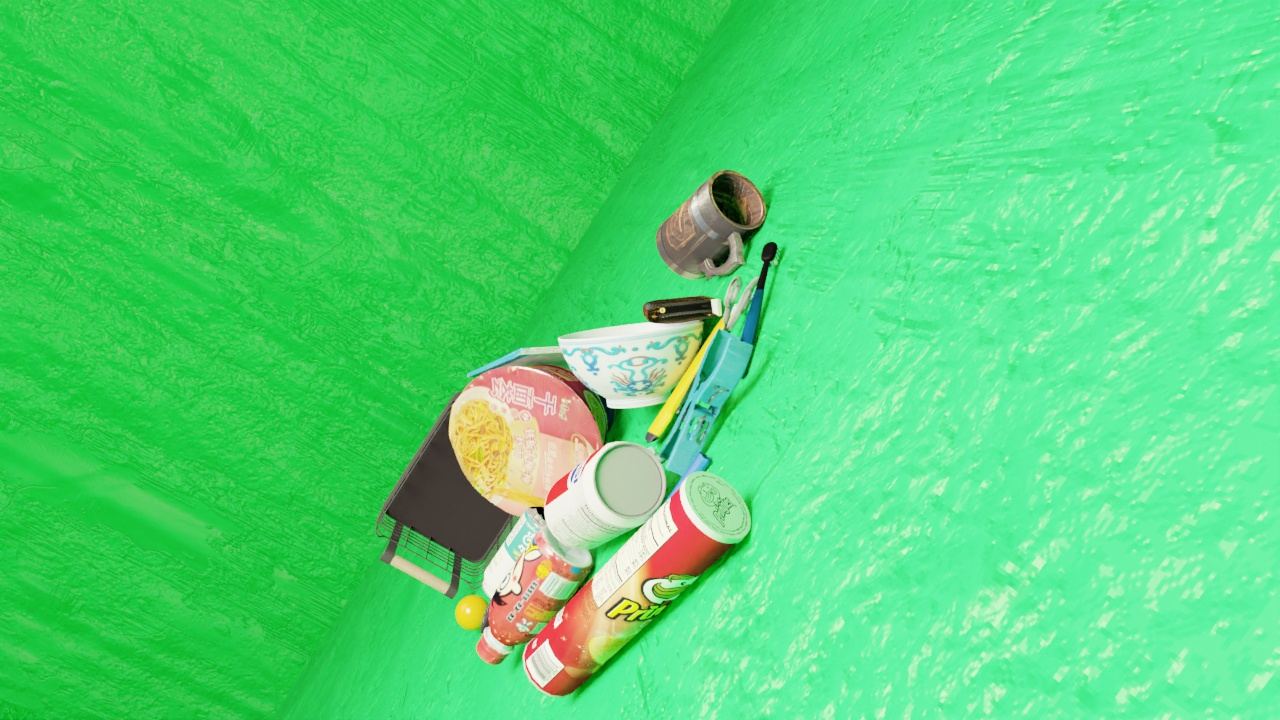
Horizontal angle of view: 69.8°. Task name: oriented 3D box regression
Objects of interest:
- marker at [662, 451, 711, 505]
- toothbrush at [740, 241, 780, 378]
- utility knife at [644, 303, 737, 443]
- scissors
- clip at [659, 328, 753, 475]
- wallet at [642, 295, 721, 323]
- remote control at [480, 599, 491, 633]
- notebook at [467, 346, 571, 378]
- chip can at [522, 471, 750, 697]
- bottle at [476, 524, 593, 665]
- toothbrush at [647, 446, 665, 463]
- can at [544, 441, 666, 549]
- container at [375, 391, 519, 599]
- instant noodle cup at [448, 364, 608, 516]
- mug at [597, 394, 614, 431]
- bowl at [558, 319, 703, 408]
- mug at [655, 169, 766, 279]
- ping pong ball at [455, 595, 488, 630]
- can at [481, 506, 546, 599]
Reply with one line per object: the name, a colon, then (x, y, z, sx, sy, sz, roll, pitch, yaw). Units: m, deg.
marker: (0.012, 0.132, 0.722, 0.142, 0.013, 0.013, -56, 12, 8)
toothbrush: (0.102, -0.047, 0.805, 0.014, 0.014, 0.167, -8, 44, 29)
utility knife: (0.051, 0.010, 0.865, 0.164, 0.017, 0.030, -59, 17, -6)
scissors: (0.073, -0.019, 0.824, 0.161, 0.014, 0.142, -45, -25, -55)
clip: (0.057, 0.030, 0.725, 0.129, 0.031, 0.121, -68, 12, -15)
wallet: (0.039, -0.052, 0.932, 0.123, 0.072, 0.019, -120, 24, -84)
remote control: (-0.145, 0.239, 1.014, 0.032, 0.015, 0.136, -103, 37, -74)
notebook: (-0.092, 0.001, 1.096, 0.254, 0.180, 0.009, 164, 102, -66)
chip can: (-0.009, 0.161, 0.636, 0.215, 0.052, 0.051, -50, 14, 32)
bottle: (-0.103, 0.220, 0.841, 0.138, 0.062, 0.062, -54, 12, 13)
toothbrush: (-0.002, 0.093, 0.878, 0.022, 0.017, 0.135, -61, 10, -14)
can: (-0.032, 0.116, 0.779, 0.070, 0.070, 0.132, -64, 10, -28)
container: (-0.232, 0.173, 1.232, 0.241, 0.163, 0.130, -57, 12, 2)
instant noodle cup: (-0.113, 0.079, 1.020, 0.179, 0.178, 0.077, -52, -3, 26)
mug: (-0.087, 0.073, 1.099, 0.112, 0.075, 0.076, -47, 10, -8)
bowl: (-0.005, 0.005, 0.909, 0.144, 0.144, 0.074, -157, 60, -78)
mug: (0.079, -0.134, 1.009, 0.107, 0.080, 0.115, -40, 49, 52)
ping pong ball: (-0.196, 0.295, 1.071, 0.040, 0.040, 0.040, -54, 12, 17)
can: (-0.120, 0.205, 0.960, 0.102, 0.055, 0.055, -56, 12, 9)
